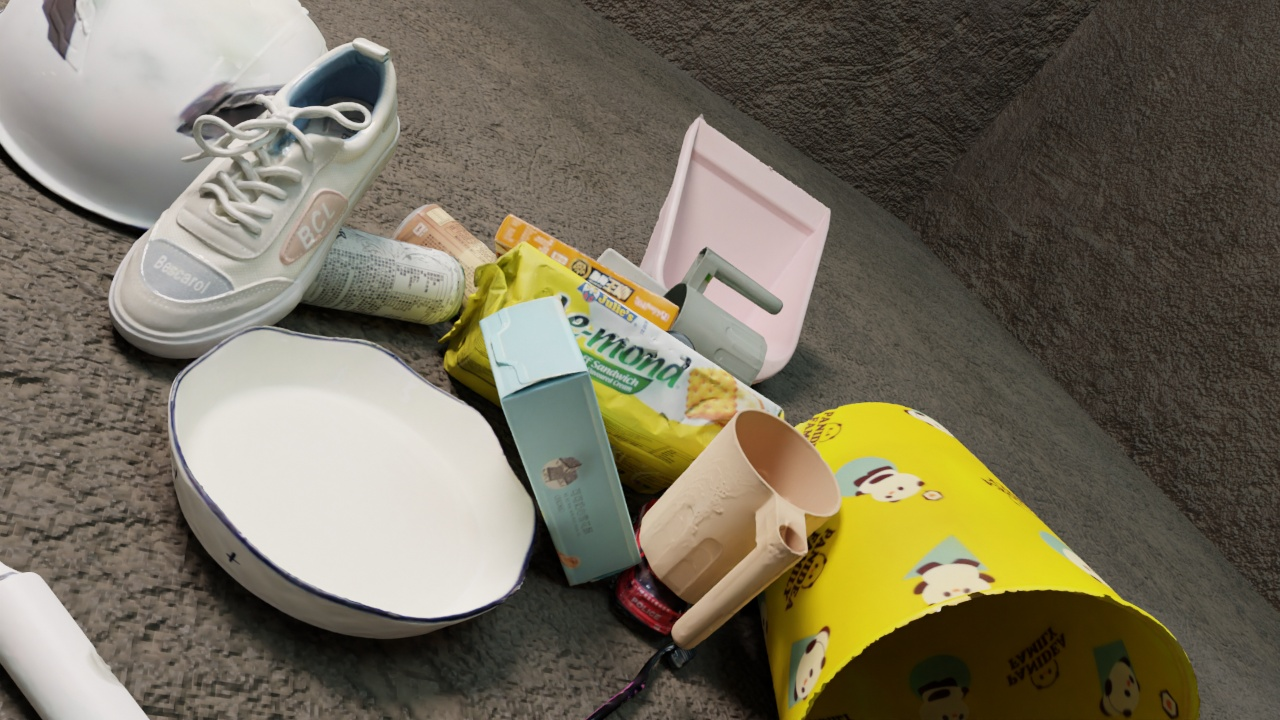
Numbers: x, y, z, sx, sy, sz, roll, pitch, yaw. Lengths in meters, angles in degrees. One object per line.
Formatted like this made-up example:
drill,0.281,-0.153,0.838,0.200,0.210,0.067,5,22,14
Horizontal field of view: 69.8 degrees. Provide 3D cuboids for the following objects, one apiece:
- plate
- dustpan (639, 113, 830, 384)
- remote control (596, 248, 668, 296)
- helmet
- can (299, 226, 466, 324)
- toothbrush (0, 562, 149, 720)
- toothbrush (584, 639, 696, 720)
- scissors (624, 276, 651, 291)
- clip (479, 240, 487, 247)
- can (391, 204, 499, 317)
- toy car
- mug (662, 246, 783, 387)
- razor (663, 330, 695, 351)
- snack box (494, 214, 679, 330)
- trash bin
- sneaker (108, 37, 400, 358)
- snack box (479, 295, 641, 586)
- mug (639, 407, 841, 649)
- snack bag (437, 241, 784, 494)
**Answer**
plate,-0.154,0.066,0.499,0.205,0.046,0.204,33,24,-17
dustpan,0.119,-0.113,1.052,0.222,0.273,0.139,26,1,-23
remote control,0.009,-0.052,0.954,0.150,0.058,0.021,36,0,-10
helmet,-0.312,-0.209,0.640,0.229,0.146,0.258,32,24,-17
can,-0.198,-0.063,0.654,0.146,0.058,0.058,9,37,-50
toothbrush,-0.220,0.109,0.341,0.221,0.027,0.026,44,57,13
toothbrush,-0.011,0.194,0.518,0.018,0.014,0.188,57,27,11
scissors,-0.068,-0.062,0.865,0.170,0.019,0.180,25,32,12
clip,-0.135,-0.080,0.798,0.099,0.066,0.034,34,21,16
can,-0.145,-0.071,0.751,0.116,0.059,0.058,41,23,4
toy car,0.016,0.136,0.629,0.053,0.045,0.120,37,20,-8
mug,0.072,-0.033,0.908,0.103,0.124,0.083,32,3,-18
razor,-0.004,0.004,0.735,0.062,0.168,0.067,-4,87,-24
snack box,-0.045,-0.065,0.743,0.153,0.026,0.075,28,-6,-5
trash bin,0.181,0.164,0.612,0.229,0.230,0.255,32,18,-18
sneaker,-0.215,-0.105,0.544,0.089,0.091,0.241,30,55,-5
snack box,-0.046,0.053,0.551,0.074,0.051,0.175,-114,-172,-49
mug,0.058,0.105,0.560,0.084,0.104,0.124,33,29,-13
snack bag,-0.028,0.022,0.656,0.246,0.158,0.068,32,66,-13
